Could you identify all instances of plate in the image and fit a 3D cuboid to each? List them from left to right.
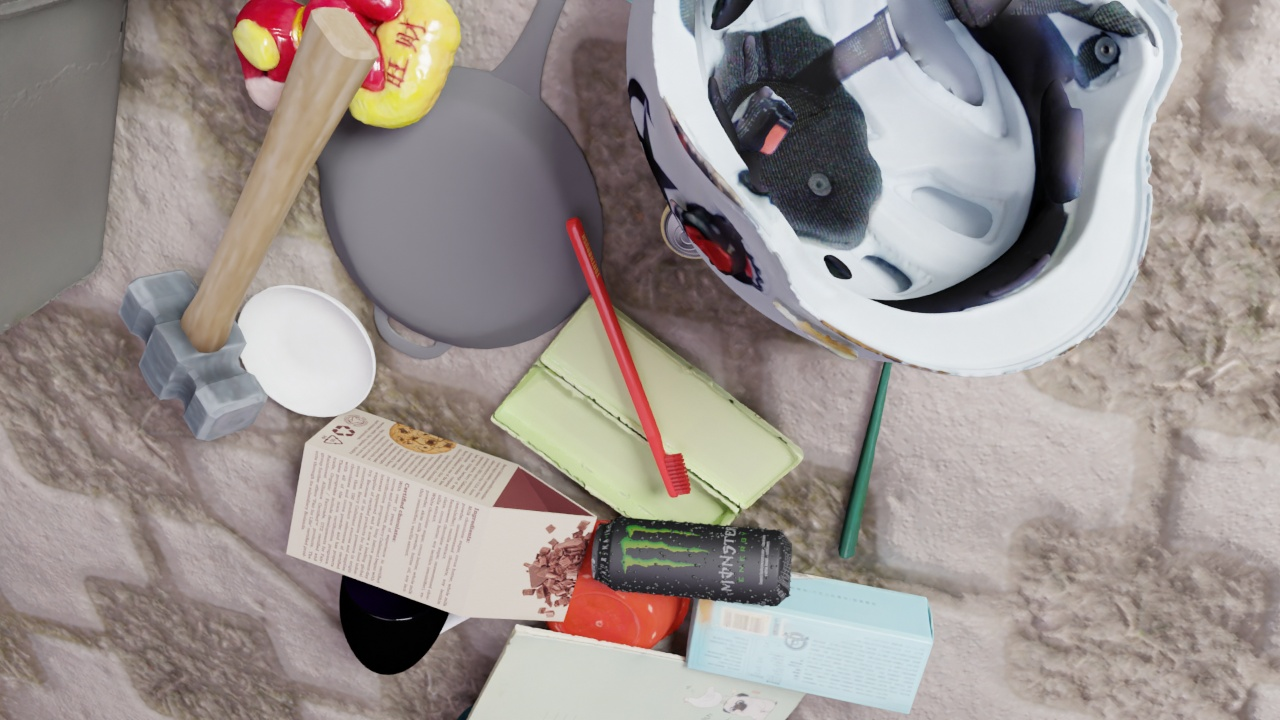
[{"bbox_3d":[-0.237,-0.010,0.663,0.104,0.026,0.104,5,118,9],"label":"plate"}]

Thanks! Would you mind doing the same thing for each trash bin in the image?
[{"bbox_3d":[-0.431,-0.147,0.545,0.197,0.197,0.221,22,125,0],"label":"trash bin"}]

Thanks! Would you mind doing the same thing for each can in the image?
[{"bbox_3d":[0.037,0.141,0.648,0.138,0.053,0.054,3,117,11],"label":"can"},{"bbox_3d":[0.036,-0.090,0.539,0.038,0.079,0.038,4,117,8],"label":"can"}]

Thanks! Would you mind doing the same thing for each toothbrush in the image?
[{"bbox_3d":[-0.004,0.004,0.603,0.018,0.012,0.213,-11,115,19],"label":"toothbrush"},{"bbox_3d":[0.161,0.059,0.628,0.017,0.016,0.190,7,118,2],"label":"toothbrush"}]

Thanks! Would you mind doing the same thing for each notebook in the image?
[{"bbox_3d":[-0.012,0.297,0.746,0.252,0.010,0.182,17,121,-18],"label":"notebook"}]

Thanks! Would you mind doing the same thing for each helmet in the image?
[{"bbox_3d":[0.107,-0.115,0.447,0.236,0.164,0.264,-31,92,-14],"label":"helmet"}]

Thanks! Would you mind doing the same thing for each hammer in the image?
[{"bbox_3d":[-0.239,-0.077,0.562,0.117,0.051,0.324,54,129,10],"label":"hammer"}]

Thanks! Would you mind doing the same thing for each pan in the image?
[{"bbox_3d":[-0.093,-0.137,0.571,0.216,0.024,0.355,28,118,-4],"label":"pan"}]

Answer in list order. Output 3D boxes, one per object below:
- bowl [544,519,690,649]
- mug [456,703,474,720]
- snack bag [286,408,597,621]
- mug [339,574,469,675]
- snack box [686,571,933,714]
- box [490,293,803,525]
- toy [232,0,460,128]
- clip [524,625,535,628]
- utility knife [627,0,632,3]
[{"bbox_3d":[-0.028,0.189,0.715,0.130,0.045,0.131,5,118,9],"label":"bowl"},{"bbox_3d":[-0.117,0.362,0.807,0.078,0.078,0.121,-14,109,17],"label":"mug"},{"bbox_3d":[-0.142,0.121,0.677,0.206,0.069,0.094,19,111,3],"label":"snack bag"},{"bbox_3d":[-0.181,0.201,0.739,0.118,0.084,0.100,-1,131,-22],"label":"mug"},{"bbox_3d":[0.124,0.205,0.690,0.175,0.053,0.075,10,118,7],"label":"snack box"},{"bbox_3d":[0.003,0.051,0.648,0.187,0.024,0.138,36,124,-8],"label":"box"},{"bbox_3d":[-0.171,-0.190,0.532,0.137,0.067,0.105,5,94,12],"label":"toy"},{"bbox_3d":[-0.078,0.242,0.770,0.050,0.014,0.046,4,120,5],"label":"clip"},{"bbox_3d":[-0.009,-0.211,0.510,0.177,0.015,0.022,24,121,-12],"label":"utility knife"}]
